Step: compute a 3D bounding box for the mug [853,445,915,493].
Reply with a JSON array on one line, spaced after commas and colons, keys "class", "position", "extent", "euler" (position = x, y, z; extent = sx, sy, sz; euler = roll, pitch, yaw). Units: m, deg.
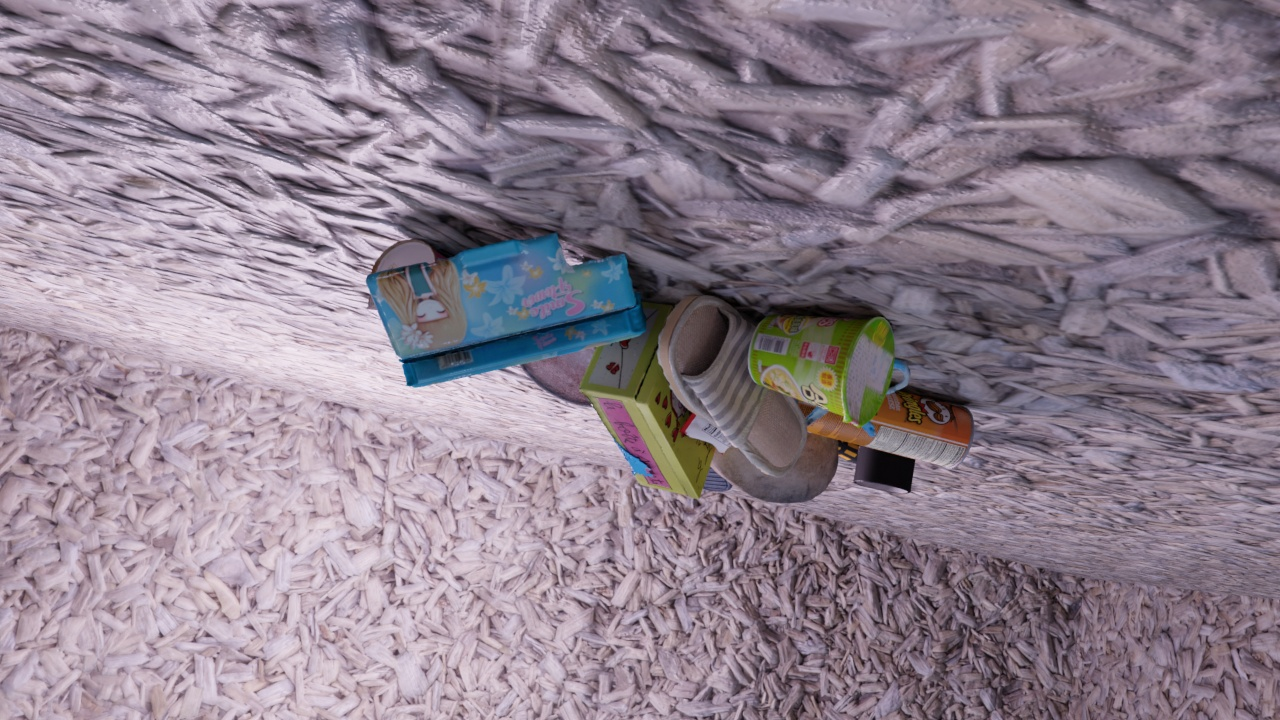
[{"class": "mug", "position": [0.353, 0.140, 1.302], "extent": [0.078, 0.088, 0.113], "euler": [6, 167, 30]}]

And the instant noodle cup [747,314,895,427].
[{"class": "instant noodle cup", "position": [0.162, -0.001, 0.838], "extent": [0.108, 0.099, 0.099], "euler": [15, 173, 37]}]

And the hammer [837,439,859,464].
[{"class": "hammer", "position": [0.235, 0.099, 1.380], "extent": [0.320, 0.036, 0.123], "euler": [24, 165, -37]}]

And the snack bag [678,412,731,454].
[{"class": "snack bag", "position": [0.106, 0.039, 0.992], "extent": [0.039, 0.131, 0.144], "euler": [35, -179, 27]}]

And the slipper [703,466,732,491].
[{"class": "slipper", "position": [0.088, 0.105, 1.416], "extent": [0.101, 0.082, 0.264], "euler": [0, 141, 30]}]

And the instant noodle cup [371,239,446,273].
[{"class": "instant noodle cup", "position": [-0.212, -0.066, 0.923], "extent": [0.098, 0.097, 0.108], "euler": [8, 161, 20]}]

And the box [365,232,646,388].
[{"class": "box", "position": [-0.112, -0.036, 0.835], "extent": [0.227, 0.085, 0.169], "euler": [-13, 157, 3]}]

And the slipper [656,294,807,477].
[{"class": "slipper", "position": [0.106, 0.033, 0.908], "extent": [0.054, 0.114, 0.272], "euler": [9, 155, 39]}]

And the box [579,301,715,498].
[{"class": "box", "position": [0.024, 0.046, 0.981], "extent": [0.083, 0.124, 0.221], "euler": [9, 149, 26]}]

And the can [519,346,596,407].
[{"class": "can", "position": [-0.074, -0.007, 1.020], "extent": [0.130, 0.044, 0.130], "euler": [19, 144, 14]}]

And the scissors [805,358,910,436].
[{"class": "scissors", "position": [0.213, 0.026, 0.969], "extent": [0.139, 0.011, 0.134], "euler": [41, 128, -7]}]

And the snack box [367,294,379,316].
[{"class": "snack box", "position": [-0.234, -0.051, 1.127], "extent": [0.148, 0.040, 0.143], "euler": [9, 168, 15]}]

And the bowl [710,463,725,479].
[{"class": "bowl", "position": [0.162, 0.113, 1.256], "extent": [0.162, 0.070, 0.162], "euler": [-6, 148, -4]}]

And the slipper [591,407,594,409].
[{"class": "slipper", "position": [-0.026, 0.044, 1.286], "extent": [0.269, 0.054, 0.098], "euler": [8, 156, 39]}]

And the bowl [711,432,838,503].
[{"class": "bowl", "position": [0.167, 0.081, 1.111], "extent": [0.178, 0.178, 0.081], "euler": [14, 135, -7]}]

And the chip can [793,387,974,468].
[{"class": "chip can", "position": [0.267, 0.064, 1.056], "extent": [0.215, 0.075, 0.075], "euler": [15, 169, -9]}]
